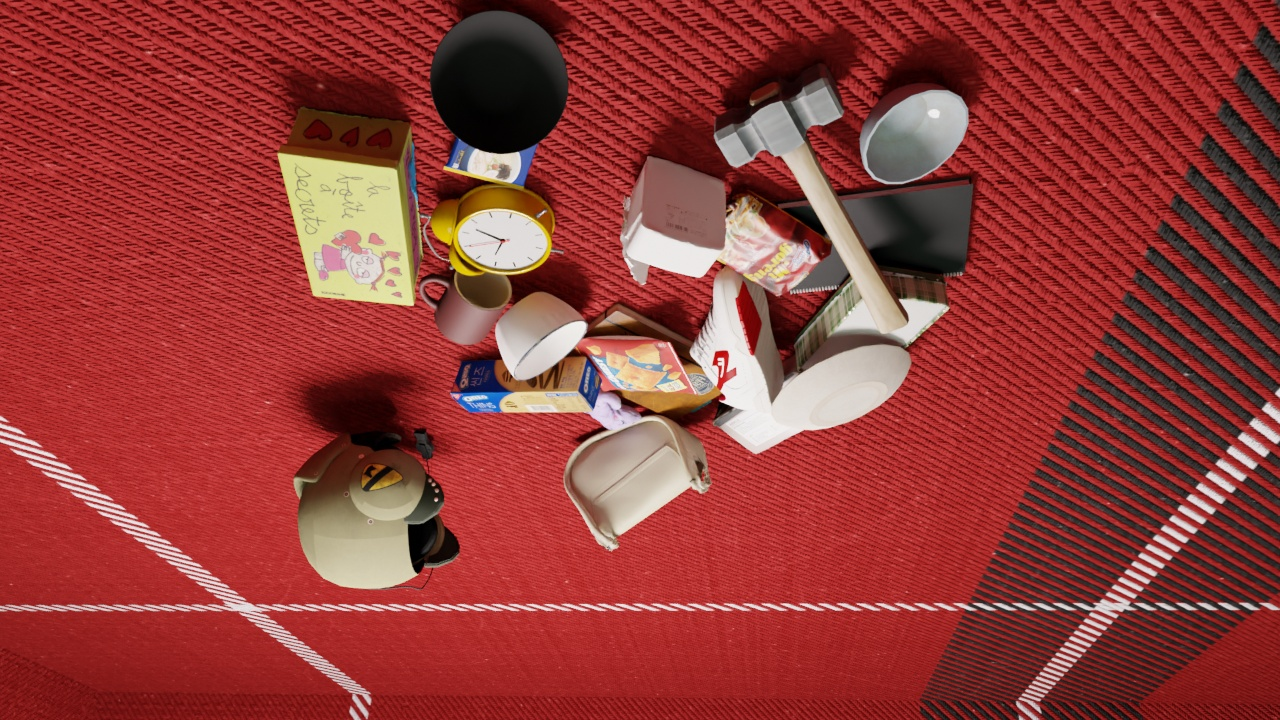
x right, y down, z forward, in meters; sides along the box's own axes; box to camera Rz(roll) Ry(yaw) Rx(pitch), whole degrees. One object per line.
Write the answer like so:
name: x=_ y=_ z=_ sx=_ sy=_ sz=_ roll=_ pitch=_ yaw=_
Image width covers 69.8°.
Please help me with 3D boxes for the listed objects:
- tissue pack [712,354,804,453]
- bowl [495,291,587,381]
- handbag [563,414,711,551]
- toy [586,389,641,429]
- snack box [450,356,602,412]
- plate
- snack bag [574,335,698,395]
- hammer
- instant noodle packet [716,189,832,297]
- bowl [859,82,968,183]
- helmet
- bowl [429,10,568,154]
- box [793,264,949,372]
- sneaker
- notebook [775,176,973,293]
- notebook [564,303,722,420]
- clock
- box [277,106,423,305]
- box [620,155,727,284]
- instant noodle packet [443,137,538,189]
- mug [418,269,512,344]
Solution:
tissue pack: x=0.200 y=0.062 z=1.311 sx=0.104 sy=0.071 sz=0.182 roll=35 pitch=134 yaw=-16
bowl: x=-0.130 y=-0.035 z=1.148 sx=0.116 sy=0.065 sz=0.116 roll=-37 pitch=166 yaw=-11
handbag: x=0.010 y=0.185 z=1.409 sx=0.230 sy=0.183 sz=0.132 roll=-39 pitch=132 yaw=23
toy: x=-0.045 y=0.073 z=1.356 sx=0.099 sy=0.036 sz=0.080 roll=32 pitch=145 yaw=-35
snack box: x=-0.160 y=0.034 z=1.265 sx=0.207 sy=0.056 sz=0.057 roll=-2 pitch=147 yaw=24
plate: x=0.260 y=0.045 z=1.173 sx=0.188 sy=0.027 sz=0.189 roll=-14 pitch=149 yaw=-9
snack bag: x=-0.007 y=0.007 z=1.225 sx=0.144 sy=0.039 sz=0.131 roll=2 pitch=148 yaw=24
hammer: x=0.201 y=-0.147 z=0.946 sx=0.117 sy=0.051 sz=0.323 roll=-22 pitch=126 yaw=24
instant noodle packet: x=0.136 y=-0.130 z=1.030 sx=0.135 sy=0.039 sz=0.099 roll=29 pitch=140 yaw=-16
bowl: x=0.257 y=-0.225 z=0.885 sx=0.106 sy=0.039 sz=0.106 roll=-12 pitch=141 yaw=-10
helmet: x=-0.395 y=0.211 z=1.375 sx=0.233 sy=0.255 sz=0.251 roll=0 pitch=144 yaw=-2
bowl: x=-0.132 y=-0.257 z=0.848 sx=0.124 sy=0.052 sz=0.124 roll=-5 pitch=110 yaw=-13
box: x=0.280 y=-0.044 z=1.137 sx=0.117 sy=0.050 sz=0.206 roll=5 pitch=153 yaw=-13
sneaker: x=0.109 y=-0.024 z=1.162 sx=0.104 sy=0.090 sz=0.237 roll=2 pitch=141 yaw=24
notebook: x=0.265 y=-0.138 z=1.047 sx=0.207 sy=0.016 sz=0.149 roll=-5 pitch=144 yaw=12
notebook: x=0.022 y=0.008 z=1.278 sx=0.249 sy=0.014 sz=0.179 roll=26 pitch=140 yaw=-30
clock: x=-0.169 y=-0.144 z=1.039 sx=0.152 sy=0.052 sz=0.114 roll=-7 pitch=145 yaw=9
box: x=-0.307 y=-0.161 z=0.998 sx=0.124 sy=0.082 sz=0.221 roll=8 pitch=147 yaw=-6
box: x=0.022 y=-0.132 z=0.993 sx=0.103 sy=0.109 sz=0.130 roll=14 pitch=143 yaw=-15
instant noodle packet: x=-0.144 y=-0.229 z=0.933 sx=0.087 sy=0.026 sz=0.135 roll=12 pitch=145 yaw=-18
mug: x=-0.221 y=-0.075 z=1.121 sx=0.105 sy=0.073 sz=0.083 roll=16 pitch=144 yaw=-22
